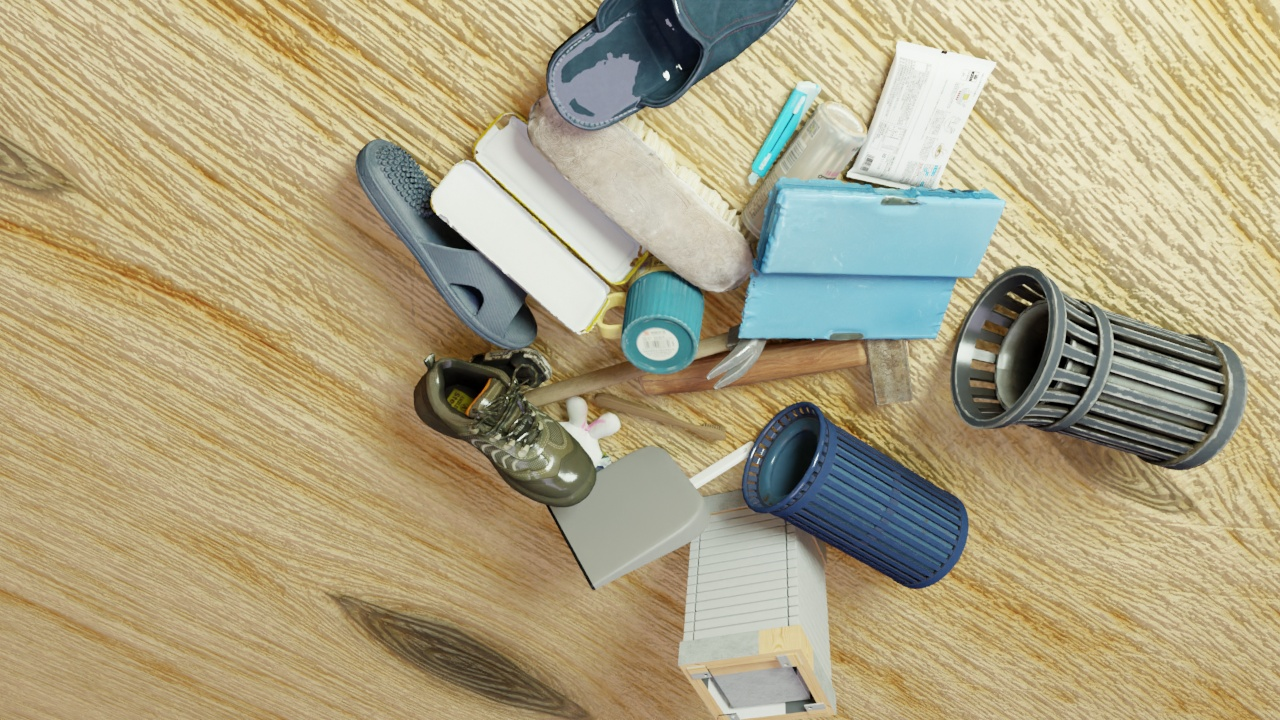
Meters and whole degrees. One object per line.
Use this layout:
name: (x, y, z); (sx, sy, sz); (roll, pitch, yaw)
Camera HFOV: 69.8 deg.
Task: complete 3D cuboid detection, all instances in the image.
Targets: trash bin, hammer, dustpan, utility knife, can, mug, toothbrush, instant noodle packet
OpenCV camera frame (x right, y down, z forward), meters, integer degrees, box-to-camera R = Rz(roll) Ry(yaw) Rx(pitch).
trash bin: (0.458, 0.016, 0.917); (0.227, 0.164, 0.165); (15, 131, -10)
hammer: (0.141, -0.002, 1.020); (0.301, 0.037, 0.158); (-9, 129, 15)
trash bin: (0.260, 0.167, 1.086); (0.249, 0.139, 0.140); (30, 128, -19)
trash bin: (0.147, 0.298, 1.139); (0.143, 0.246, 0.142); (-15, 127, 19)
dustpan: (0.027, 0.161, 1.106); (0.257, 0.163, 0.033); (-31, 126, -7)
utility knife: (0.131, -0.210, 0.858); (0.022, 0.015, 0.117); (19, 133, -10)
can: (0.152, -0.174, 0.860); (0.054, 0.054, 0.136); (25, 129, -13)
mug: (0.009, -0.046, 0.956); (0.114, 0.107, 0.083); (-4, 132, 11)
toothbrush: (0.025, 0.067, 1.113); (0.167, 0.016, 0.016); (16, 131, -4)
hammer: (-0.006, 0.006, 1.021); (0.332, 0.119, 0.031); (-15, 128, 30)
instant noodle packet: (0.251, -0.215, 0.829); (0.087, 0.026, 0.134); (12, 131, -2)

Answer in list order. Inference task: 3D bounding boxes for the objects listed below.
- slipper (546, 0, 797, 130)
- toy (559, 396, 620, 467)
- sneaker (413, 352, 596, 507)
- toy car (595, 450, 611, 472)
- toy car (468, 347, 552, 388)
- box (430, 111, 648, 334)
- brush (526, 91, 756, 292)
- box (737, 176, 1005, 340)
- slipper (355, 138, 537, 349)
slipper: (0.037, -0.276, 0.744); (0.266, 0.083, 0.109); (-33, 115, 15)
toy: (-0.080, 0.101, 1.131); (0.076, 0.037, 0.126); (32, 117, 1)
sneaker: (-0.144, 0.059, 1.013); (0.238, 0.100, 0.143); (31, 151, 5)
toy car: (-0.082, 0.131, 1.172); (0.090, 0.027, 0.039); (11, 133, -2)
toy car: (-0.152, 0.006, 1.071); (0.113, 0.040, 0.048); (-5, 133, 35)
box: (-0.094, -0.132, 0.905); (0.209, 0.034, 0.129); (42, 80, -25)
brush: (0.008, -0.165, 0.885); (0.271, 0.056, 0.083); (38, 125, -21)
box: (0.218, -0.088, 0.886); (0.231, 0.033, 0.175); (-1, 128, -15)
slipper: (-0.173, -0.119, 0.924); (0.083, 0.101, 0.263); (-24, 120, 27)
